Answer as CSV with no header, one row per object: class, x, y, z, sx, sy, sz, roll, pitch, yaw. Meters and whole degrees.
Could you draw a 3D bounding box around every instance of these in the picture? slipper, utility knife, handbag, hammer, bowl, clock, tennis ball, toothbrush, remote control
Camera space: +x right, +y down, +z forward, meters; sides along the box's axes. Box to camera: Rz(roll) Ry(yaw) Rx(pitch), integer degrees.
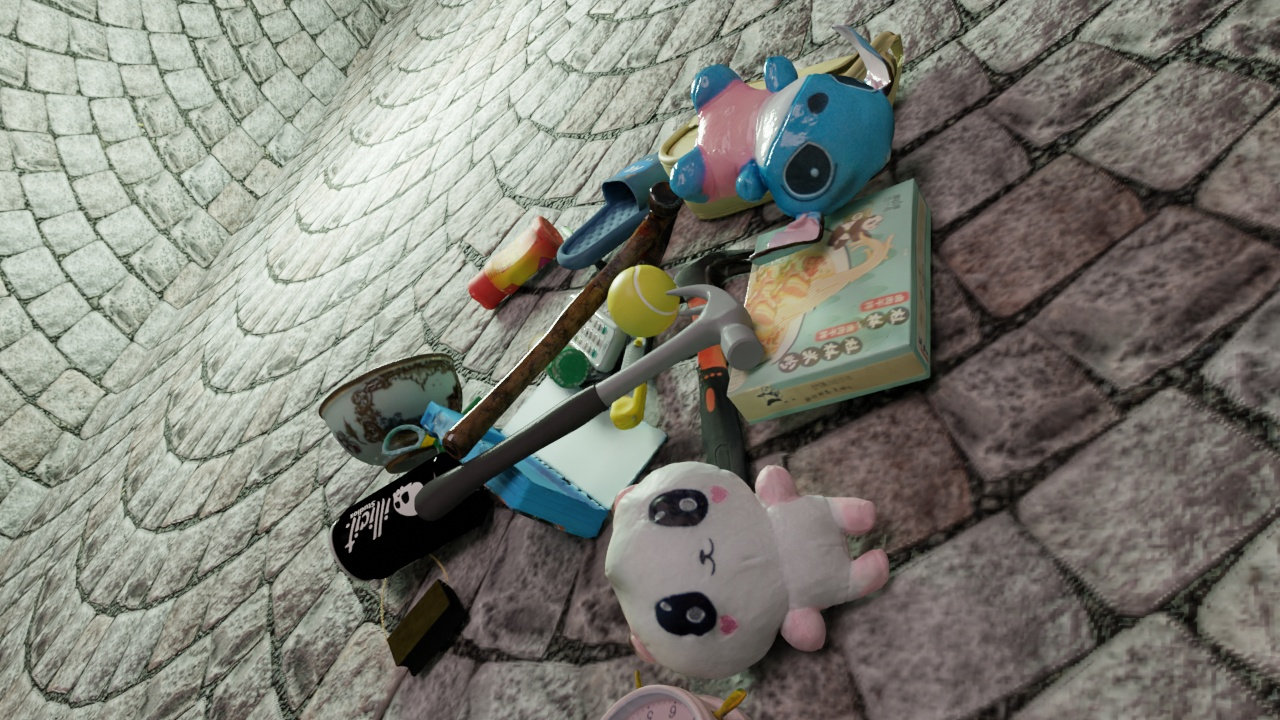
slipper,-0.018,-0.186,1.050,0.213,0.059,0.104,-44,29,-6
utility knife,-0.005,0.005,0.859,0.029,0.020,0.173,-13,31,14
handbag,-0.219,0.230,0.886,0.084,0.027,0.178,-50,27,-8
hammer,0.063,0.023,0.769,0.133,0.033,0.332,-30,37,24
handbag,0.136,-0.240,0.914,0.233,0.088,0.190,-2,50,49
bowl,-0.263,0.069,1.020,0.160,0.159,0.094,-31,77,24
clock,0.010,0.267,0.537,0.117,0.059,0.157,-9,49,45
hammer,-0.067,-0.030,0.856,0.329,0.033,0.120,-50,-13,-28
tennis ball,0.003,-0.053,0.827,0.065,0.065,0.065,-30,36,25
toothbrush,-0.072,-0.140,1.114,0.014,0.017,0.188,-38,31,-2
remote control,-0.051,-0.029,0.958,0.133,0.022,0.050,39,107,58
hammer,-0.051,0.038,0.734,0.311,0.029,0.125,-32,30,8

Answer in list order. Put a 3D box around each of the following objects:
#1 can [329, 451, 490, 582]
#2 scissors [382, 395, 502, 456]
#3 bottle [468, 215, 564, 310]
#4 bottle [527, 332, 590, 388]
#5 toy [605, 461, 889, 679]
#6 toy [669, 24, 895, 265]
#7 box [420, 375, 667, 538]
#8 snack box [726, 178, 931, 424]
can,-0.226,0.155,0.903,0.146,0.080,0.080,-31,35,14
scissors,-0.211,0.081,0.962,0.130,0.112,0.012,-58,9,-17
bottle,-0.159,-0.121,1.163,0.134,0.048,0.071,-39,33,13
bottle,-0.088,-0.002,0.951,0.042,0.042,0.110,-50,24,-5
toy,0.066,0.130,0.590,0.180,0.101,0.138,-12,70,18
toy,0.113,-0.176,0.775,0.192,0.099,0.223,13,76,37
box,-0.098,0.066,0.856,0.244,0.114,0.113,24,87,56
snack box,0.150,-0.048,0.711,0.142,0.044,0.193,-18,37,32
